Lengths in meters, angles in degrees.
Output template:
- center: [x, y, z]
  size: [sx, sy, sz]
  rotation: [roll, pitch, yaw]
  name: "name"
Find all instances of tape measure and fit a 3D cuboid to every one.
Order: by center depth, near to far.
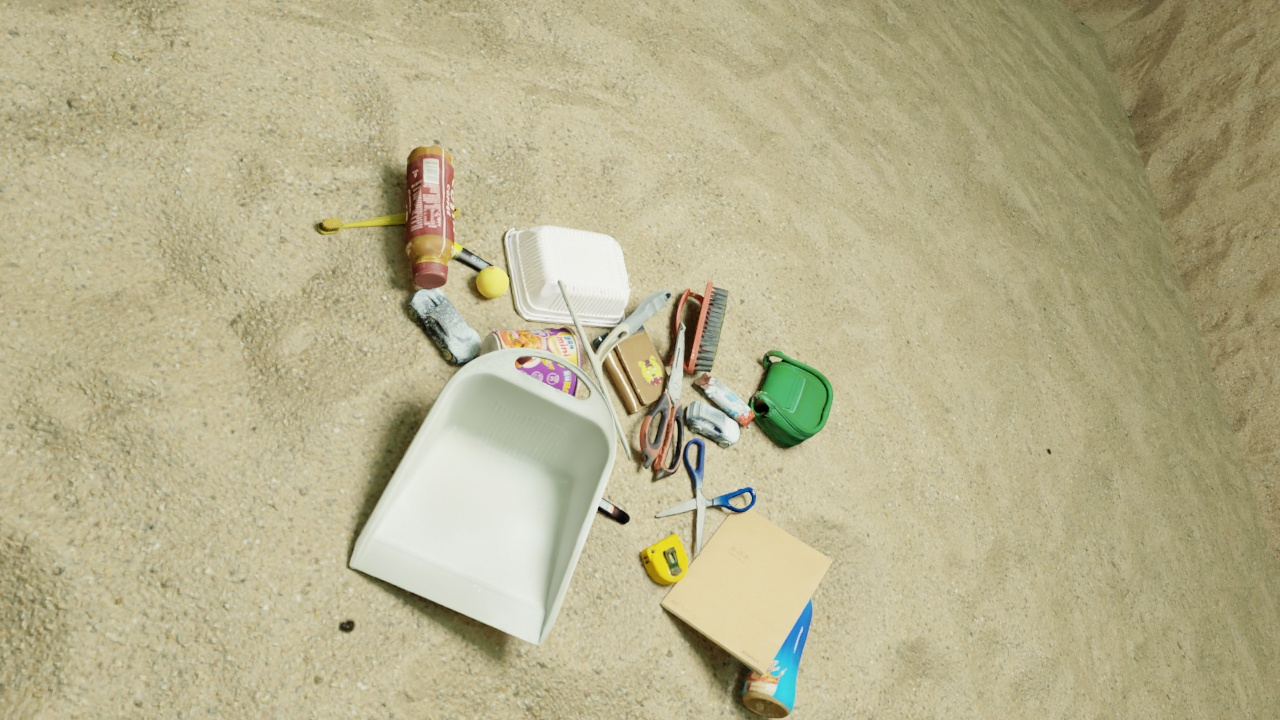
- center: [0.034, 0.251, 1.150]
  size: [0.059, 0.029, 0.057]
  rotation: [-18, 80, -43]
  name: "tape measure"

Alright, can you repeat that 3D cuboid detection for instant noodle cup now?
- center: [-0.135, 0.010, 1.094]
  size: [0.099, 0.112, 0.111]
  rotation: [5, 64, -29]
  name: "instant noodle cup"
- center: [-0.088, -0.120, 1.230]
  size: [0.173, 0.061, 0.138]
  rotation: [4, 64, -39]
  name: "instant noodle cup"

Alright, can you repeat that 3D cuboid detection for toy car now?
- center: [-0.231, -0.042, 1.093]
  size: [0.105, 0.031, 0.048]
  rotation: [51, 47, -6]
  name: "toy car"
- center: [0.104, 0.088, 1.291]
  size: [0.090, 0.034, 0.042]
  rotation: [30, 49, -25]
  name: "toy car"

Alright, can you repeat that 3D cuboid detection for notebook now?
- center: [0.141, 0.287, 1.184]
  size: [0.149, 0.012, 0.210]
  rotation: [31, 44, 16]
  name: "notebook"

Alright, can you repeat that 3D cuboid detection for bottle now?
- center: [-0.253, -0.172, 1.103]
  size: [0.057, 0.058, 0.174]
  rotation: [12, 62, -34]
  name: "bottle"
- center: [0.187, 0.350, 1.194]
  size: [0.065, 0.065, 0.218]
  rotation: [38, 49, -17]
  name: "bottle"

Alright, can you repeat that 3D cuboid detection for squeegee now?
- center: [-0.020, -0.037, 1.205]
  size: [0.245, 0.039, 0.246]
  rotation: [-49, 125, -52]
  name: "squeegee"

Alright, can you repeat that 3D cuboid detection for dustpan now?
- center: [-0.143, 0.123, 0.975]
  size: [0.222, 0.143, 0.257]
  rotation: [26, 48, -9]
  name: "dustpan"

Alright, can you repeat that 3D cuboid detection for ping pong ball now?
- center: [-0.186, -0.098, 1.151]
  size: [0.040, 0.040, 0.040]
  rotation: [18, 57, -31]
  name: "ping pong ball"

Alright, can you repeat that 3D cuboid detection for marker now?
- center: [-0.062, 0.169, 1.127]
  size: [0.124, 0.015, 0.018]
  rotation: [34, 51, -23]
  name: "marker"
- center: [-0.218, -0.131, 1.161]
  size: [0.124, 0.015, 0.018]
  rotation: [30, 55, -25]
  name: "marker"

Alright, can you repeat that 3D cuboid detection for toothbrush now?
- center: [-0.301, -0.173, 1.115]
  size: [0.189, 0.017, 0.015]
  rotation: [-16, 79, -43]
  name: "toothbrush"

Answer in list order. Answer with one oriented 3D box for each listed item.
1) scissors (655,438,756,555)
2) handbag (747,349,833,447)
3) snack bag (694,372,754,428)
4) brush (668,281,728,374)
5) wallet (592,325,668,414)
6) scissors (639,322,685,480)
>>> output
- center: [0.087, 0.181, 1.236]
  size: [0.175, 0.012, 0.162]
  rotation: [0, 63, -32]
  name: "scissors"
- center: [0.222, 0.057, 1.377]
  size: [0.120, 0.068, 0.131]
  rotation: [39, 48, -15]
  name: "handbag"
- center: [0.125, 0.057, 1.320]
  size: [0.105, 0.026, 0.045]
  rotation: [42, 33, 3]
  name: "snack bag"
- center: [0.081, -0.043, 1.329]
  size: [0.069, 0.063, 0.145]
  rotation: [13, 56, 3]
  name: "brush"
- center: [-0.007, 0.007, 1.247]
  size: [0.090, 0.033, 0.115]
  rotation: [-24, 87, -45]
  name: "wallet"
- center: [0.032, 0.044, 1.231]
  size: [0.176, 0.015, 0.210]
  rotation: [-21, 98, -46]
  name: "scissors"
